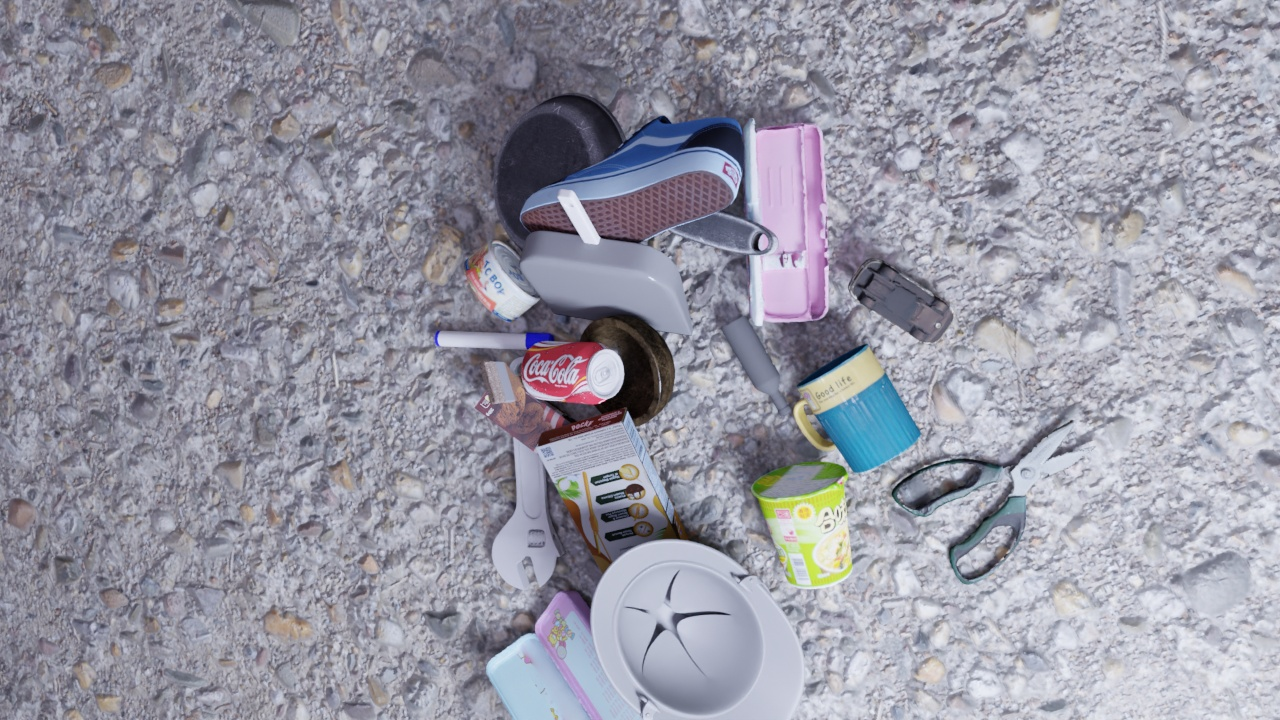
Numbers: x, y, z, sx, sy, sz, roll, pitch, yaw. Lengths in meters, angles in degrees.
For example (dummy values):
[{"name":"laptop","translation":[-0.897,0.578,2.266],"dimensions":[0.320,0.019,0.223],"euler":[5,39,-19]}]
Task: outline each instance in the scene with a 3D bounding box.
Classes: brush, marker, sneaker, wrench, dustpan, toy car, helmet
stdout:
[{"name":"brush","translation":[-0.131,0.024,0.988],"dimensions":[0.008,0.143,0.045],"euler":[-19,82,18]},{"name":"marker","translation":[-0.169,-0.024,1.057],"dimensions":[0.142,0.020,0.020],"euler":[2,97,16]},{"name":"sneaker","translation":[-0.005,-0.172,0.870],"dimensions":[0.242,0.083,0.098],"euler":[-9,53,36]},{"name":"wrench","translation":[-0.138,0.132,1.071],"dimensions":[0.087,0.018,0.273],"euler":[-3,95,16]},{"name":"dustpan","translation":[-0.043,-0.093,0.904],"dimensions":[0.163,0.258,0.033],"euler":[10,75,15]},{"name":"toy car","translation":[0.262,-0.059,0.922],"dimensions":[0.113,0.040,0.048],"euler":[32,105,-8]},{"name":"helmet","translation":[0.046,0.294,0.990],"dimensions":[0.271,0.118,0.183],"euler":[44,78,-15]}]

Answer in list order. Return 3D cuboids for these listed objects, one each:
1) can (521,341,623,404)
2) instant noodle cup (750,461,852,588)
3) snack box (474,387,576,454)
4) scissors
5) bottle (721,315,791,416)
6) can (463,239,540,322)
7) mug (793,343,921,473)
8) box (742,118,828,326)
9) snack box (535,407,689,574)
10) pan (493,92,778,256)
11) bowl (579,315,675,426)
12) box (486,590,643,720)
[{"name":"can","translation":[-0.072,0.012,0.966],"dimensions":[0.105,0.064,0.064],"euler":[3,98,44]},{"name":"instant noodle cup","translation":[0.174,0.172,0.949],"dimensions":[0.099,0.098,0.108],"euler":[-10,102,17]},{"name":"snack box","translation":[-0.113,0.073,1.033],"dimensions":[0.141,0.031,0.051],"euler":[36,95,1]},{"name":"scissors","translation":[0.350,0.117,0.929],"dimensions":[0.147,0.015,0.210],"euler":[38,106,10]},{"name":"bottle","translation":[0.126,0.008,0.971],"dimensions":[0.030,0.030,0.113],"euler":[-31,88,17]},{"name":"can","translation":[-0.151,-0.088,1.010],"dimensions":[0.043,0.086,0.086],"euler":[-36,86,15]},{"name":"mug","translation":[0.211,0.054,0.934],"dimensions":[0.114,0.083,0.107],"euler":[-33,90,45]},{"name":"box","translation":[0.139,-0.136,0.912],"dimensions":[0.087,0.102,0.202],"euler":[-1,97,18]},{"name":"snack box","translation":[-0.027,0.148,0.997],"dimensions":[0.101,0.031,0.186],"euler":[-17,114,17]},{"name":"pan","translation":[-0.023,-0.163,0.933],"dimensions":[0.357,0.055,0.187],"euler":[23,106,34]},{"name":"bowl","translation":[-0.006,0.006,0.988],"dimensions":[0.121,0.056,0.121],"euler":[19,119,39]},{"name":"box","translation":[-0.071,0.377,1.020],"dimensions":[0.150,0.049,0.214],"euler":[-44,56,2]}]
